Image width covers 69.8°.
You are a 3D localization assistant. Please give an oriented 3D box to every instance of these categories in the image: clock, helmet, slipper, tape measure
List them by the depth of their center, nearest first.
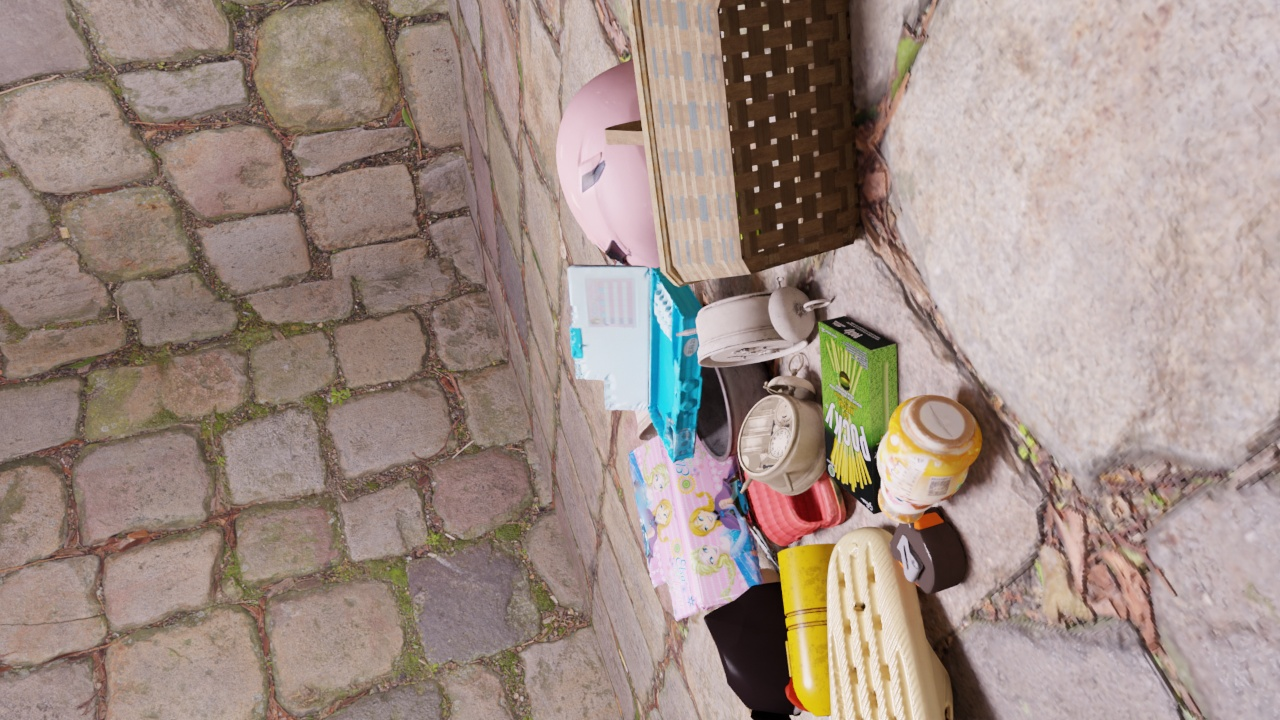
[{"bbox_3d":[0.219,0.150,0.710,0.058,0.038,0.058,94,158,-50],"label":"tape measure"},{"bbox_3d":[0.217,0.270,0.764,0.112,0.079,0.261,-35,51,53],"label":"slipper"},{"bbox_3d":[0.114,-0.038,0.856,0.157,0.103,0.061,-22,73,50],"label":"clock"},{"bbox_3d":[0.135,0.058,0.866,0.093,0.054,0.140,-15,59,56],"label":"clock"},{"bbox_3d":[0.143,0.141,0.958,0.249,0.059,0.103,121,133,-72],"label":"slipper"},{"bbox_3d":[-0.012,-0.211,1.067,0.230,0.152,0.256,-129,23,-53],"label":"helmet"}]

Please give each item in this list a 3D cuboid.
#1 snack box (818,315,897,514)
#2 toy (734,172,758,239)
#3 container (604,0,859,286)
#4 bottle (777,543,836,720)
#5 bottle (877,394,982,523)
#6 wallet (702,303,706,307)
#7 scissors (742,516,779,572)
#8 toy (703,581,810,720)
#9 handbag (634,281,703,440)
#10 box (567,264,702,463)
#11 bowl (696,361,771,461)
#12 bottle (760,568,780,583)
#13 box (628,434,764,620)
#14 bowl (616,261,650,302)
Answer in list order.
[{"bbox_3d":[0.184,0.045,0.773,0.080,0.025,0.148,-134,33,-63],"label":"snack box"},{"bbox_3d":[0.086,-0.155,0.937,0.094,0.036,0.093,-3,96,53],"label":"toy"},{"bbox_3d":[0.069,-0.195,0.750,0.186,0.157,0.250,28,131,58],"label":"container"},{"bbox_3d":[0.171,0.260,0.855,0.071,0.071,0.163,109,159,-65],"label":"bottle"},{"bbox_3d":[0.201,0.075,0.659,0.109,0.063,0.063,96,156,-49],"label":"bottle"},{"bbox_3d":[0.072,-0.025,1.171,0.091,0.018,0.116,-134,37,-65],"label":"wallet"},{"bbox_3d":[0.139,0.208,1.016,0.161,0.014,0.118,52,174,-21],"label":"scissors"},{"bbox_3d":[0.138,0.316,0.980,0.184,0.140,0.158,79,-152,-59],"label":"toy"},{"bbox_3d":[0.039,-0.026,1.164,0.198,0.062,0.175,115,152,-43],"label":"handbag"},{"bbox_3d":[0.007,-0.007,1.023,0.170,0.085,0.228,28,141,25],"label":"box"},{"bbox_3d":[0.099,0.032,1.004,0.145,0.067,0.145,166,90,-76],"label":"bowl"},{"bbox_3d":[0.155,0.326,1.108,0.072,0.046,0.161,-131,31,-62],"label":"bottle"},{"bbox_3d":[0.055,0.183,1.089,0.062,0.161,0.230,28,-136,-53],"label":"box"},{"bbox_3d":[0.001,-0.119,1.264,0.137,0.057,0.137,166,90,-76],"label":"bowl"}]
